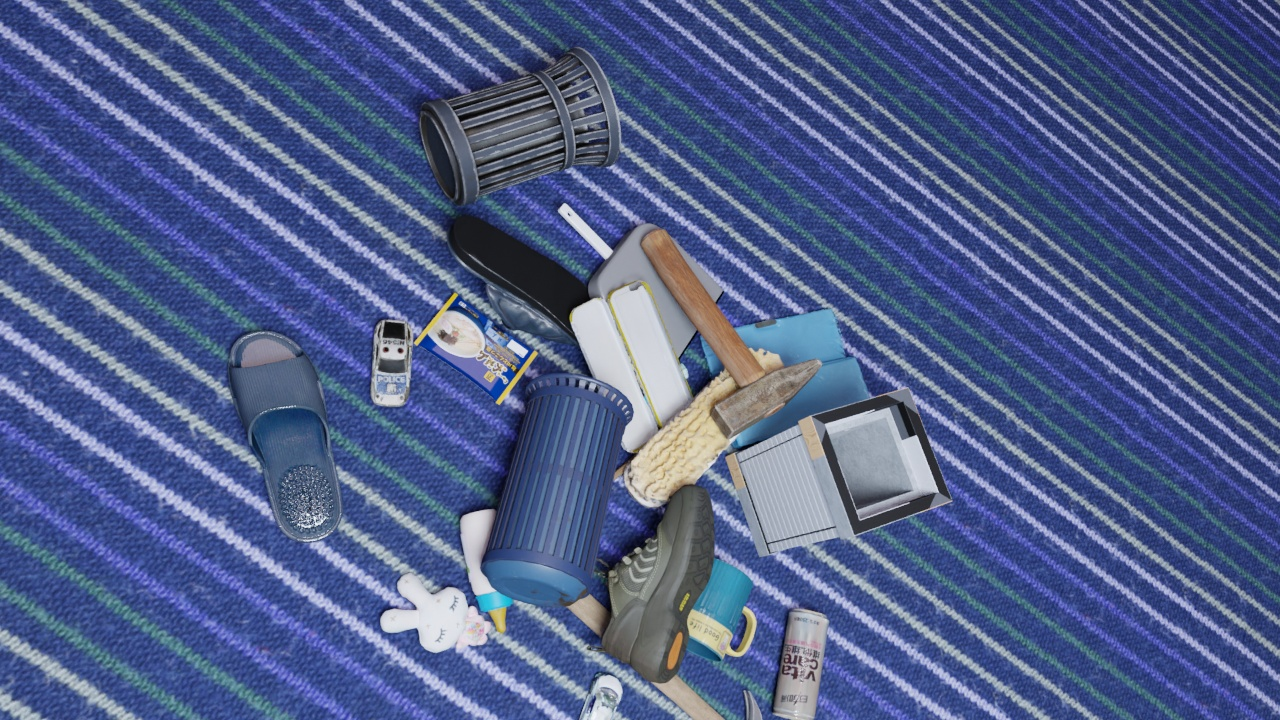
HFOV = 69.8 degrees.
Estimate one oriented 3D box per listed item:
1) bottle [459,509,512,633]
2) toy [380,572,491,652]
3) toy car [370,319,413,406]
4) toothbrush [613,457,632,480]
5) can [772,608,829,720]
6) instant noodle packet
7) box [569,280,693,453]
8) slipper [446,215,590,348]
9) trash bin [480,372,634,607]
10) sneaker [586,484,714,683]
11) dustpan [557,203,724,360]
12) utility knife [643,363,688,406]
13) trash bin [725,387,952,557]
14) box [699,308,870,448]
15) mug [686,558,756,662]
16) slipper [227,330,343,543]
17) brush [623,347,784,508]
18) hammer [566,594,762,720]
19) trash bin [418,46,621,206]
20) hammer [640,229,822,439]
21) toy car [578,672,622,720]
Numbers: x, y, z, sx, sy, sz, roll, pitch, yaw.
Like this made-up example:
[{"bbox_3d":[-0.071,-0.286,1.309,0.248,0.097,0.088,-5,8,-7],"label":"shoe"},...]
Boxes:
[{"bbox_3d":[-0.181,0.254,1.103,0.051,0.051,0.146,-9,76,-21],"label":"bottle"},{"bbox_3d":[-0.235,0.302,1.078,0.125,0.037,0.075,26,63,-9],"label":"toy"},{"bbox_3d":[-0.310,0.002,1.145,0.048,0.041,0.112,3,73,-17],"label":"toy car"},{"bbox_3d":[-0.056,0.170,1.192,0.166,0.016,0.016,-36,87,-24],"label":"toothbrush"},{"bbox_3d":[0.209,0.395,1.190,0.054,0.054,0.135,19,68,-12],"label":"can"},{"bbox_3d":[-0.212,-0.016,1.192,0.134,0.026,0.086,36,69,-5],"label":"instant noodle packet"},{"bbox_3d":[-0.008,0.007,1.219,0.129,0.034,0.209,-28,103,-28],"label":"box"},{"bbox_3d":[-0.155,-0.084,1.210,0.265,0.084,0.108,33,37,-26],"label":"slipper"},{"bbox_3d":[-0.099,0.156,1.091,0.139,0.140,0.248,20,58,-12],"label":"trash bin"},{"bbox_3d":[0.003,0.262,1.122,0.143,0.101,0.237,6,63,28],"label":"sneaker"},{"bbox_3d":[-0.013,-0.126,1.275,0.257,0.033,0.162,44,59,-16],"label":"dustpan"},{"bbox_3d":[0.021,0.044,1.259,0.116,0.016,0.022,-37,97,-23],"label":"utility knife"},{"bbox_3d":[0.241,0.149,1.171,0.142,0.247,0.142,-14,78,-22],"label":"trash bin"},{"bbox_3d":[0.210,0.020,1.323,0.231,0.034,0.174,-13,77,-21],"label":"box"},{"bbox_3d":[0.098,0.322,1.164,0.113,0.083,0.107,37,62,-16],"label":"mug"},{"bbox_3d":[-0.407,0.080,1.066,0.101,0.083,0.263,-15,79,-25],"label":"slipper"},{"bbox_3d":[0.088,0.088,1.215,0.270,0.057,0.083,-42,84,-20],"label":"brush"},{"bbox_3d":[0.018,0.389,1.147,0.331,0.031,0.119,42,67,1],"label":"hammer"},{"bbox_3d":[-0.166,-0.306,1.229,0.227,0.164,0.164,-23,82,-20],"label":"trash bin"},{"bbox_3d":[0.098,-0.058,1.225,0.157,0.037,0.300,-29,73,-17],"label":"hammer"},{"bbox_3d":[-0.049,0.424,1.108,0.038,0.027,0.089,25,67,-8],"label":"toy car"}]
